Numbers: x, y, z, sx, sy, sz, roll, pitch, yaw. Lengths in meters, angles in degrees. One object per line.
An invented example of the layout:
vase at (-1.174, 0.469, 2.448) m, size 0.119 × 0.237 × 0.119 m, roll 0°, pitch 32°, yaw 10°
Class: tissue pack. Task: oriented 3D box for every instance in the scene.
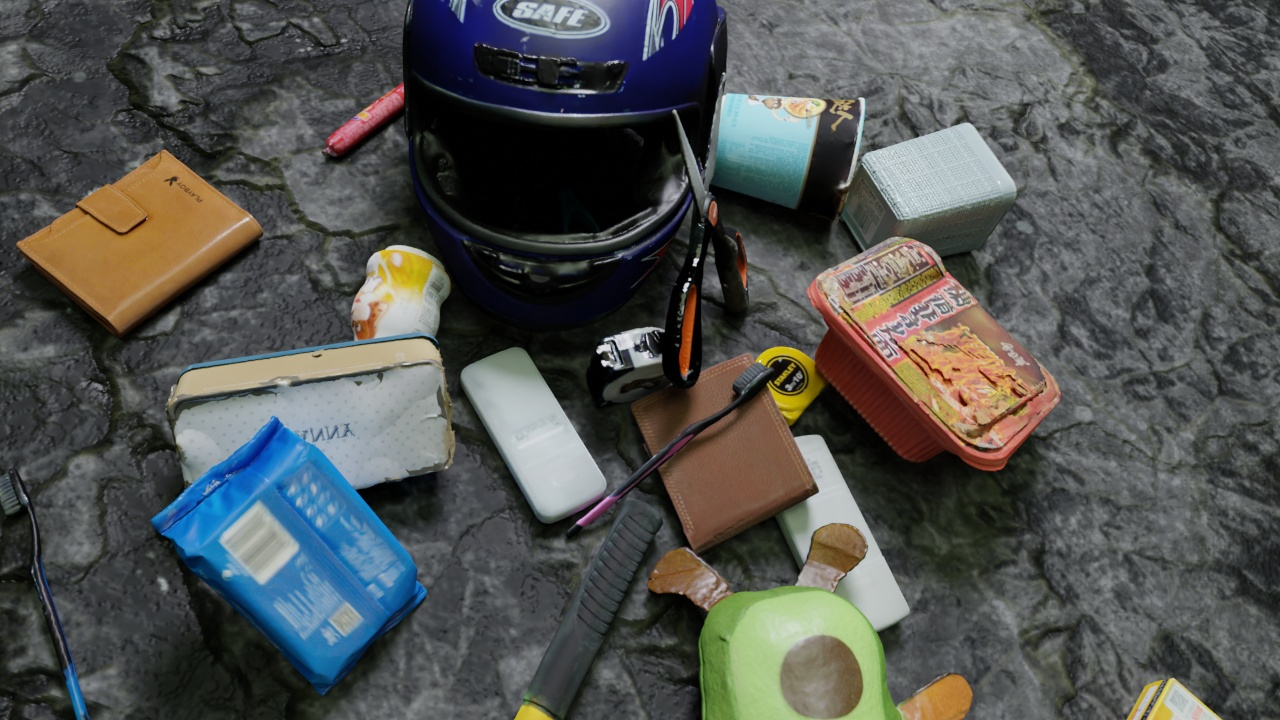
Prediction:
tissue pack at (-0.204, 0.119, 0.553) m, size 0.094 × 0.052 × 0.157 m, roll -47°, pitch 118°, yaw -29°

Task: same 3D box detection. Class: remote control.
remote control at (-0.079, 0.052, 0.664) m, size 0.055 × 0.020 × 0.136 m, roll -24°, pitch 67°, yaw -24°
remote control at (0.134, 0.126, 0.663) m, size 0.058 × 0.021 × 0.150 m, roll -16°, pitch 64°, yaw -14°

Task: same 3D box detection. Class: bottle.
bottle at (-0.179, -0.026, 0.666) m, size 0.063 × 0.063 × 0.108 m, roll 15°, pitch 72°, yaw -3°

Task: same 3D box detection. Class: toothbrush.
toothbrush at (0.020, 0.062, 0.650) m, size 0.189 × 0.014 × 0.018 m, roll -38°, pitch 53°, yaw -7°
toothbrush at (-0.361, 0.146, 0.555) m, size 0.016 × 0.014 × 0.189 m, roll -23°, pitch 68°, yaw -22°

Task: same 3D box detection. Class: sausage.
sausage at (-0.218, -0.221, 0.798) m, size 0.020 × 0.020 × 0.155 m, roll 36°, pitch 59°, yaw 10°

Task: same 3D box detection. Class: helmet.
helmet at (-0.059, -0.209, 0.679) m, size 0.247 × 0.241 × 0.314 m, roll 5°, pitch 54°, yaw 0°

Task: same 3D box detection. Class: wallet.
wallet at (0.059, 0.065, 0.667) m, size 0.101 × 0.032 × 0.124 m, roll -24°, pitch 64°, yaw 0°
wallet at (-0.370, -0.090, 0.683) m, size 0.108 × 0.031 × 0.131 m, roll 37°, pitch 58°, yaw 9°

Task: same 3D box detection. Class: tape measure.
tape measure at (-0.004, 0.004, 0.681) m, size 0.066 × 0.066 × 0.033 m, roll -14°, pitch 68°, yaw -17°
tape measure at (0.112, 0.019, 0.718) m, size 0.057 × 0.029 × 0.059 m, roll 40°, pitch 61°, yaw 11°

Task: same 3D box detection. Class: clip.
clip at (-0.057, -0.125, 0.777) m, size 0.034 × 0.013 × 0.054 m, roll -16°, pitch 63°, yaw -20°

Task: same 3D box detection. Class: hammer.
hammer at (-0.061, 0.215, 0.565) m, size 0.129 × 0.033 × 0.299 m, roll 28°, pitch 59°, yaw 4°

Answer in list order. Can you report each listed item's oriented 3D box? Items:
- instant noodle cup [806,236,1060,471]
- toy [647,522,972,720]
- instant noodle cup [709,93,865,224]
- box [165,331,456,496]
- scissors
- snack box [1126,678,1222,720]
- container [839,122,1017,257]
instant noodle cup at (0.217, 0.001, 0.705) m, size 0.164 × 0.079 × 0.189 m, roll -25°, pitch 67°, yaw -43°
toy at (0.098, 0.217, 0.564) m, size 0.227 × 0.090 × 0.246 m, roll -8°, pitch 59°, yaw -9°
instant noodle cup at (0.123, -0.183, 0.799) m, size 0.120 × 0.111 × 0.111 m, roll 11°, pitch 58°, yaw 4°
box at (-0.203, 0.037, 0.600) m, size 0.184 × 0.090 × 0.061 m, roll -8°, pitch 22°, yaw -19°
scissors at (0.052, -0.087, 0.670) m, size 0.022 × 0.221 × 0.234 m, roll 7°, pitch 80°, yaw 21°
snack box at (0.386, 0.294, 0.610) m, size 0.140 × 0.034 × 0.086 m, roll 41°, pitch 60°, yaw 15°
container at (0.246, -0.141, 0.806) m, size 0.111 × 0.090 × 0.090 m, roll -16°, pitch 64°, yaw -17°
